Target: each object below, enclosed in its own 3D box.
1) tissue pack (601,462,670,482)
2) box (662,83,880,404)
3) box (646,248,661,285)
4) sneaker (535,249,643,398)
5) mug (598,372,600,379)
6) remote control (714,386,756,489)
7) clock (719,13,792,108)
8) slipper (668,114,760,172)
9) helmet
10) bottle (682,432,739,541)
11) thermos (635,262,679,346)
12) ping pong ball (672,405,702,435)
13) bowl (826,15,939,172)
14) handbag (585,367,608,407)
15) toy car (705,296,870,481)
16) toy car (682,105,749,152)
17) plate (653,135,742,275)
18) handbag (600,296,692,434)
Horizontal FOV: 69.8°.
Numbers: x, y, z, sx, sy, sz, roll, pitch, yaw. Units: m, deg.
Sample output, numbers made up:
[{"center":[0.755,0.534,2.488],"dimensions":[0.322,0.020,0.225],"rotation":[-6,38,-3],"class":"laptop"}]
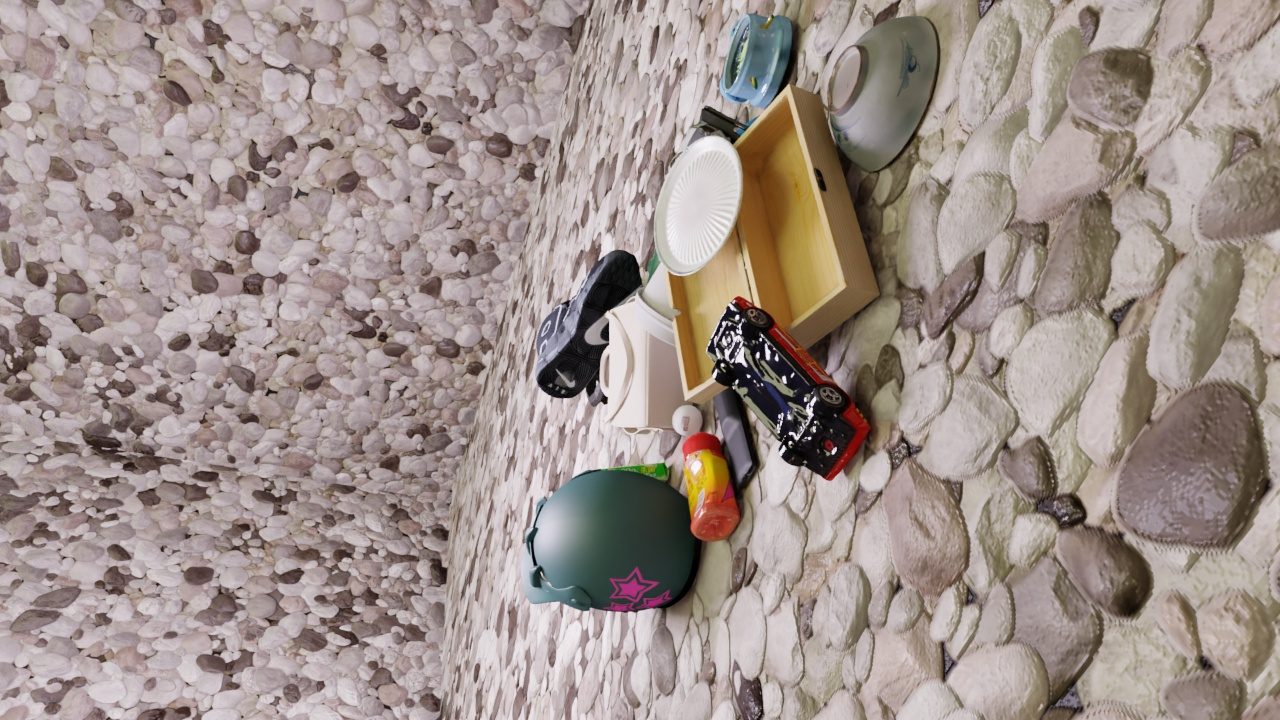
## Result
[{"center":[-0.022,0.180,1.295],"dimensions":[0.100,0.113,0.034],"rotation":[123,138,-51],"class":"tissue pack"},{"center":[0.116,-0.116,0.968],"dimensions":[0.254,0.068,0.246],"rotation":[-34,53,40],"class":"box"},{"center":[0.061,-0.129,1.336],"dimensions":[0.139,0.052,0.187],"rotation":[22,99,60],"class":"box"},{"center":[-0.087,-0.074,1.433],"dimensions":[0.253,0.097,0.150],"rotation":[-57,30,15],"class":"sneaker"},{"center":[-0.016,-0.001,1.424],"dimensions":[0.114,0.087,0.088],"rotation":[35,103,27],"class":"mug"},{"center":[0.109,0.085,1.073],"dimensions":[0.140,0.021,0.046],"rotation":[-100,25,-49],"class":"remote control"},{"center":[0.148,-0.395,1.208],"dimensions":[0.162,0.060,0.118],"rotation":[-137,59,-76],"class":"clock"},{"center":[0.083,-0.288,1.288],"dimensions":[0.118,0.060,0.295],"rotation":[-55,14,-14],"class":"slipper"},{"center":[-0.055,0.242,1.194],"dimensions":[0.276,0.200,0.176],"rotation":[129,149,-57],"class":"helmet"},{"center":[0.079,0.144,1.081],"dimensions":[0.134,0.048,0.072],"rotation":[-98,25,-48],"class":"bottle"},{"center":[0.089,-0.129,1.129],"dimensions":[0.222,0.131,0.131],"rotation":[-64,20,19],"class":"thermos"},{"center":[0.061,0.079,1.202],"dimensions":[0.040,0.040,0.040],"rotation":[-169,91,-74],"class":"ping pong ball"},{"center":[0.218,-0.262,0.881],"dimensions":[0.151,0.056,0.150],"rotation":[-170,91,-74],"class":"bowl"},{"center":[-0.057,-0.021,1.558],"dimensions":[0.197,0.102,0.199],"rotation":[-128,52,-69],"class":"handbag"},{"center":[0.133,0.023,0.862],"dimensions":[0.189,0.056,0.082],"rotation":[49,133,29],"class":"toy car"},{"center":[0.079,-0.216,1.175],"dimensions":[0.094,0.071,0.192],"rotation":[37,134,31],"class":"toy car"},{"center":[0.064,-0.169,1.010],"dimensions":[0.157,0.014,0.156],"rotation":[-23,61,52],"class":"plate"},{"center":[-0.007,0.008,1.305],"dimensions":[0.198,0.101,0.194],"rotation":[-5,82,60],"class":"handbag"}]
